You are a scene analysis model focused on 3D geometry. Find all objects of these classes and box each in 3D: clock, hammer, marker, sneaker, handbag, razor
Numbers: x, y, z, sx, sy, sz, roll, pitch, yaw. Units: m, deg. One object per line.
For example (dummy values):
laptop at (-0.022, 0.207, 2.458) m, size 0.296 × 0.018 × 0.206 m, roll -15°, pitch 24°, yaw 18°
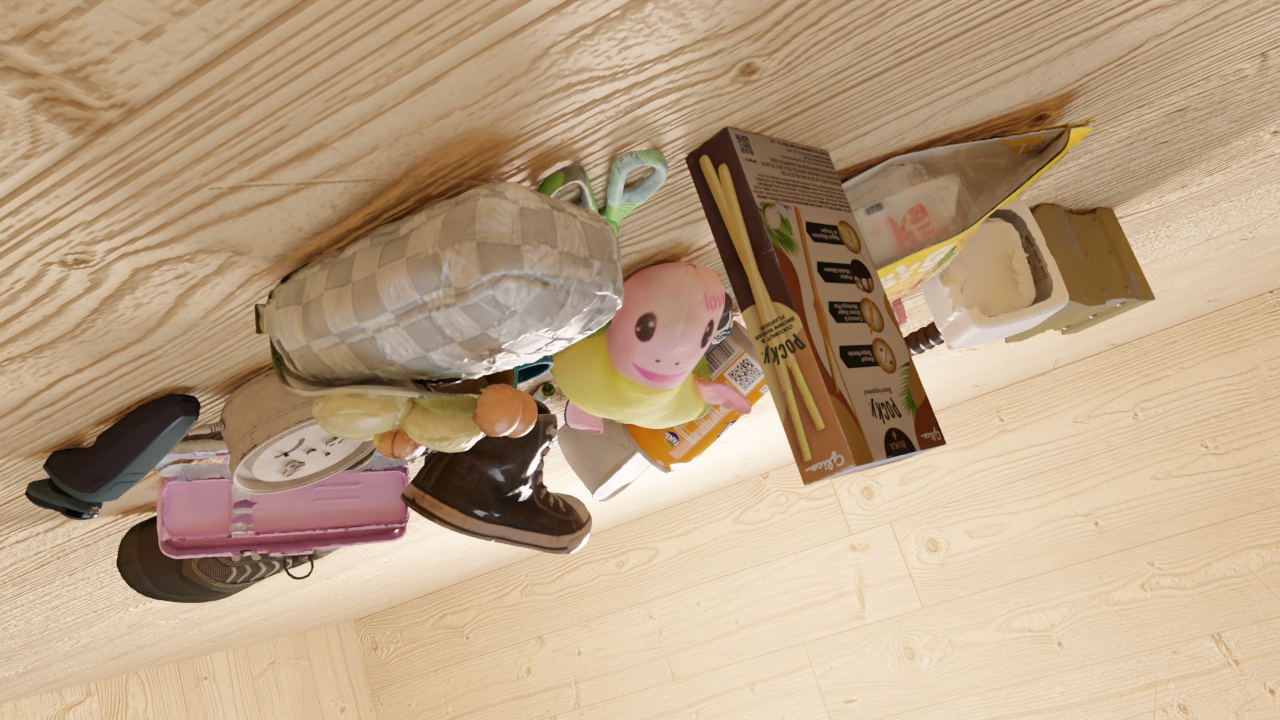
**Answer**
clock at (-0.228, 0.045, 0.647) m, size 0.103 × 0.061 × 0.157 m, roll -33°, pitch 161°, yaw 9°
hammer at (0.335, -0.039, 0.974) m, size 0.189 × 0.100 × 0.326 m, roll -6°, pitch 162°, yaw -41°
marker at (-0.117, 0.053, 0.925) m, size 0.017 × 0.017 × 0.147 m, roll -11°, pitch 165°, yaw -29°
sneaker at (-0.353, 0.166, 0.875) m, size 0.143 × 0.101 × 0.237 m, roll -25°, pitch 171°, yaw 41°
sneaker at (-0.101, 0.098, 0.825) m, size 0.095 × 0.120 × 0.234 m, roll 25°, pitch 177°, yaw 38°
handbag at (0.003, 0.056, 0.989) m, size 0.199 × 0.093 × 0.201 m, roll -38°, pitch 168°, yaw -7°
handbag at (-0.093, -0.014, 0.460) m, size 0.172 × 0.123 × 0.112 m, roll -20°, pitch 162°, yaw 31°
razor at (-0.345, 0.061, 0.607) m, size 0.143 × 0.052 × 0.047 m, roll -33°, pitch 164°, yaw 18°

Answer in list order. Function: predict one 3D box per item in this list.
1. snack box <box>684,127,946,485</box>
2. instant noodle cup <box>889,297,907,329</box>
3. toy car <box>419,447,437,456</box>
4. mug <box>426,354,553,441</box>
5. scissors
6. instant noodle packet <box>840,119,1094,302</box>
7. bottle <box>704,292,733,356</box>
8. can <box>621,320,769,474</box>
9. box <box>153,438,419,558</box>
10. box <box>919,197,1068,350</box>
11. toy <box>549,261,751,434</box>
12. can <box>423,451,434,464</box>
snack box at (0.097, -0.031, 0.502) m, size 0.100 × 0.186 × 0.032 m, roll -4°, pitch 160°, yaw -47°
instant noodle cup at (0.166, -0.036, 0.800) m, size 0.108 × 0.097 × 0.098 m, roll -27°, pitch 166°, yaw 3°
toy car at (-0.216, 0.064, 0.804) m, size 0.105 × 0.033 × 0.048 m, roll 3°, pitch 161°, yaw -31°
mug at (-0.116, 0.015, 0.636) m, size 0.112 × 0.084 × 0.104 m, roll -17°, pitch 173°, yaw -16°
scissors at (-0.029, -0.076, 0.540) m, size 0.078 × 0.032 × 0.176 m, roll -19°, pitch 163°, yaw -11°
instant noodle packet at (0.195, -0.092, 0.655) m, size 0.221 × 0.084 × 0.163 m, roll -25°, pitch 169°, yaw 0°
bottle at (0.047, -0.028, 0.756) m, size 0.047 × 0.047 × 0.113 m, roll -14°, pitch 166°, yaw -19°
can at (0.056, 0.033, 0.847) m, size 0.143 × 0.079 × 0.079 m, roll -45°, pitch 160°, yaw 12°
box at (-0.290, 0.099, 0.762) m, size 0.201 × 0.073 × 0.150 m, roll 0°, pitch 129°, yaw -24°
box at (0.286, -0.076, 0.754) m, size 0.102 × 0.107 × 0.076 m, roll -15°, pitch 163°, yaw -13°
toy at (-0.004, 0.004, 0.716) m, size 0.190 × 0.087 × 0.239 m, roll 17°, pitch 151°, yaw -4°
can at (-0.158, 0.090, 0.916) m, size 0.128 × 0.064 × 0.064 m, roll -29°, pitch 163°, yaw 38°
